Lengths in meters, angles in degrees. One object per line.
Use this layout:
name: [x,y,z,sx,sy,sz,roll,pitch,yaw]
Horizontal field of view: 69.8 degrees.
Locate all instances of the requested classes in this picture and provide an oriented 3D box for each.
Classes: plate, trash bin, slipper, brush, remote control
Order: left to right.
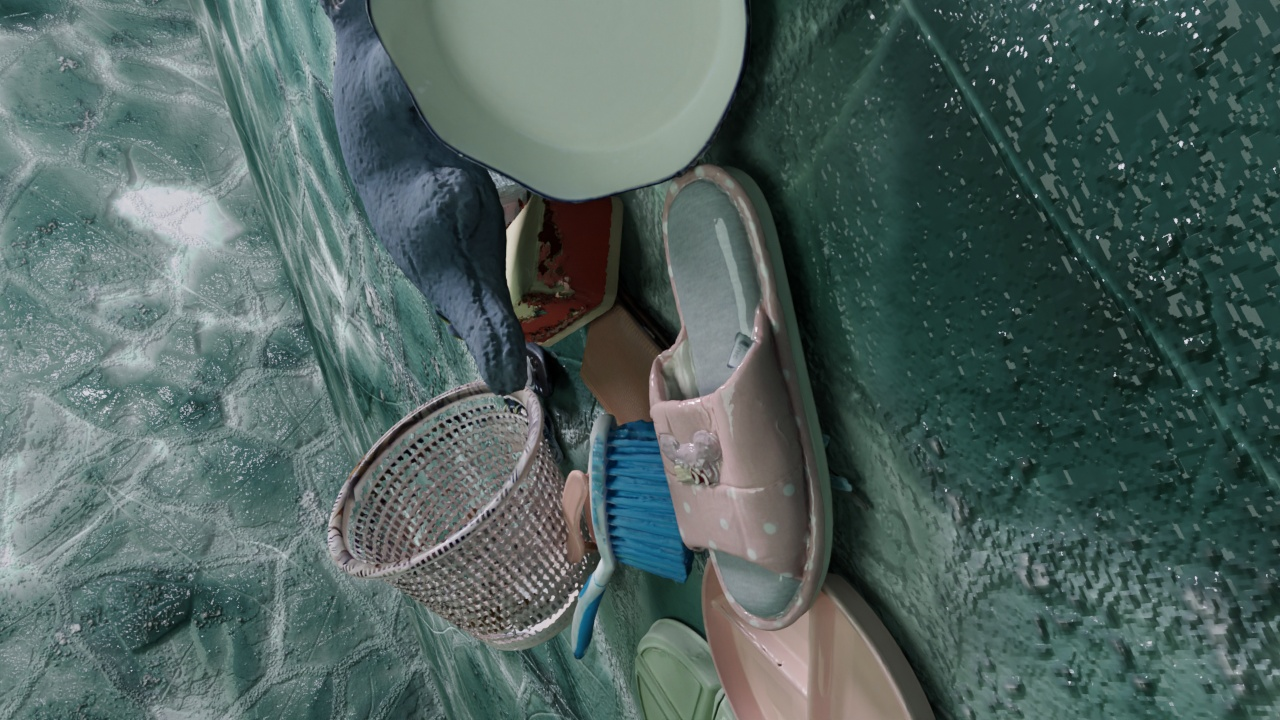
trash bin: [-0.144,0.162,0.868,0.227,0.227,0.192,31,159,55]
remote control: [-0.113,0.001,0.913,0.136,0.024,0.053,23,126,57]
plate: [-0.041,-0.185,0.488,0.045,0.205,0.205,-69,-14,-49]
brush: [-0.031,0.124,0.775,0.063,0.073,0.146,55,153,29]
brush: [-0.010,0.154,0.715,0.060,0.109,0.315,-70,-16,-46]
plate: [0.057,0.337,0.796,0.230,0.027,0.231,45,146,44]
slipper: [0.047,0.026,0.524,0.114,0.054,0.274,5,105,56]
plate: [0.114,0.218,0.595,0.229,0.028,0.230,44,143,45]

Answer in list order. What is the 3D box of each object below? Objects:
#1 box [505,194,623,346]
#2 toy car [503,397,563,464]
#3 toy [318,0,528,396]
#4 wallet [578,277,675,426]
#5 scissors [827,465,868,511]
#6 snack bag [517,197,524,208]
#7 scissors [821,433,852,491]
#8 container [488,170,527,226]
box: [-0.080,-0.068,0.702,0.169,0.076,0.091,155,122,-66]
toy car: [-0.108,0.069,0.940,0.043,0.034,0.090,-7,115,61]
toy: [-0.153,-0.136,0.626,0.138,0.091,0.356,132,115,-79]
wallet: [-0.004,0.004,0.688,0.124,0.032,0.101,49,144,38]
scissors: [0.078,0.032,0.559,0.162,0.012,0.176,20,126,58]
snack bag: [-0.101,-0.092,0.823,0.104,0.026,0.048,104,152,-49]
scissors: [0.083,0.076,0.556,0.138,0.017,0.093,4,112,58]
container: [-0.162,-0.152,0.837,0.111,0.090,0.090,52,150,30]
